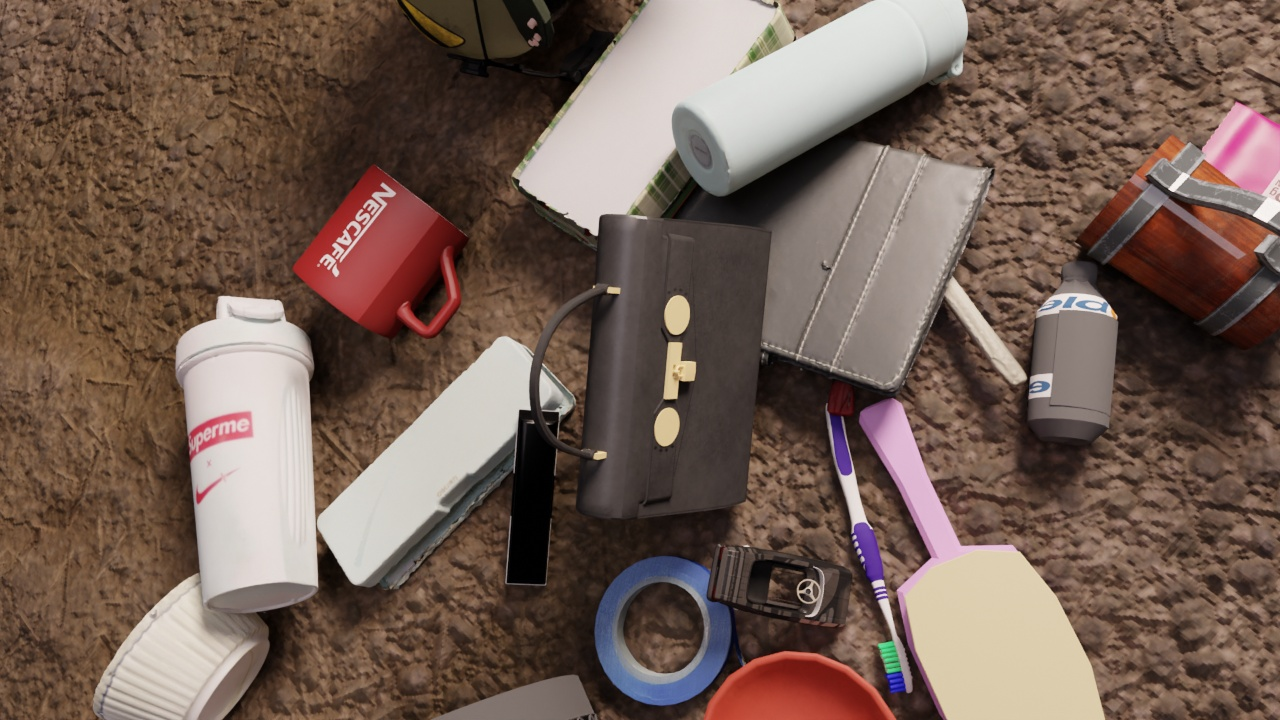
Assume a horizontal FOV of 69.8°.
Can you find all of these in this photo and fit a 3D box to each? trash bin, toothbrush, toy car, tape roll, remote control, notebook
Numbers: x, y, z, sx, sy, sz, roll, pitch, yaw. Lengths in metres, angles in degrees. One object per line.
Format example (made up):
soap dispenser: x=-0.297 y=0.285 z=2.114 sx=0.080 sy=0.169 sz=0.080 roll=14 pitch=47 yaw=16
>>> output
trash bin: x=-0.080 y=0.319 z=0.497 sx=0.218 sy=0.218 sz=0.227 roll=-27 pitch=68 yaw=8
toothbrush: x=0.142 y=0.114 z=0.581 sx=0.016 sy=0.015 sz=0.186 roll=-13 pitch=74 yaw=5
toy car: x=0.088 y=0.139 z=0.565 sx=0.092 sy=0.037 sz=0.040 roll=15 pitch=79 yaw=-15
tape roll: x=0.016 y=0.176 z=0.601 sx=0.093 sy=0.016 sz=0.091 roll=-22 pitch=73 yaw=10
remote control: x=-0.073 y=0.094 z=0.620 sx=0.028 sy=0.012 sz=0.124 roll=4 pitch=100 yaw=-8
notebook: x=0.103 y=-0.078 z=0.615 sx=0.209 sy=0.029 sz=0.169 roll=21 pitch=82 yaw=30

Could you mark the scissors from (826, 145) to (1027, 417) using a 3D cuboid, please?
scissors: x=0.175 y=-0.045 z=0.599 sx=0.179 sy=0.015 sz=0.198 roll=29 pitch=84 yaw=27

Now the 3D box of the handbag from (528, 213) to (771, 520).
handbag: x=-0.003 y=0.003 z=0.524 sx=0.072 sy=0.195 sz=0.176 roll=8 pitch=95 yaw=29

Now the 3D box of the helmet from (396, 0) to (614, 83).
helmet: x=-0.081 y=-0.317 z=0.600 sx=0.233 sy=0.255 sz=0.250 roll=36 pitch=87 yaw=17

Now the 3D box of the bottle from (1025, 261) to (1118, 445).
bottle: x=0.263 y=-0.005 z=0.558 sx=0.047 sy=0.047 sz=0.112 roll=7 pitch=80 yaw=17

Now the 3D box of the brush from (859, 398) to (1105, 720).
brush: x=0.190 y=0.127 z=0.551 sx=0.089 sy=0.043 sz=0.228 roll=-25 pitch=73 yaw=9

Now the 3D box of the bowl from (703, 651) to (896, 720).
bowl: x=0.098 y=0.238 z=0.555 sx=0.122 sy=0.035 sz=0.122 roll=-3 pitch=77 yaw=15

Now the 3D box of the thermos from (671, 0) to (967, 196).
thermos: x=0.121 y=-0.181 z=0.596 sx=0.206 sy=0.065 sz=0.078 roll=-31 pitch=100 yaw=-14

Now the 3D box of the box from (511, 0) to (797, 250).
box: x=0.009 y=-0.173 z=0.650 sx=0.118 sy=0.050 sz=0.205 roll=35 pitch=89 yaw=32

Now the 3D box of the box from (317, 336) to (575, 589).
box: x=-0.141 y=0.071 z=0.652 sx=0.083 sy=0.067 sz=0.199 roll=44 pitch=93 yaw=0

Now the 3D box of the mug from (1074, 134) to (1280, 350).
mug: x=0.325 y=-0.070 z=0.520 sx=0.111 sy=0.117 sz=0.081 roll=43 pitch=91 yaw=16

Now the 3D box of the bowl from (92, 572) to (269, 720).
bowl: x=-0.309 y=0.212 z=0.638 sx=0.062 sy=0.115 sz=0.115 roll=31 pitch=87 yaw=4

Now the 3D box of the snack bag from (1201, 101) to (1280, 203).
snack bag: x=0.430 y=-0.081 z=0.545 sx=0.196 sy=0.016 sz=0.070 roll=37 pitch=91 yaw=19

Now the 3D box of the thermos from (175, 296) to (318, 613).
thermos: x=-0.274 y=0.061 z=0.653 sx=0.099 sy=0.099 sz=0.220 roll=-20 pitch=66 yaw=10

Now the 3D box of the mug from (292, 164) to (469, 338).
mug: x=-0.178 y=-0.071 z=0.677 sx=0.116 sy=0.080 sz=0.096 roll=37 pitch=90 yaw=13
